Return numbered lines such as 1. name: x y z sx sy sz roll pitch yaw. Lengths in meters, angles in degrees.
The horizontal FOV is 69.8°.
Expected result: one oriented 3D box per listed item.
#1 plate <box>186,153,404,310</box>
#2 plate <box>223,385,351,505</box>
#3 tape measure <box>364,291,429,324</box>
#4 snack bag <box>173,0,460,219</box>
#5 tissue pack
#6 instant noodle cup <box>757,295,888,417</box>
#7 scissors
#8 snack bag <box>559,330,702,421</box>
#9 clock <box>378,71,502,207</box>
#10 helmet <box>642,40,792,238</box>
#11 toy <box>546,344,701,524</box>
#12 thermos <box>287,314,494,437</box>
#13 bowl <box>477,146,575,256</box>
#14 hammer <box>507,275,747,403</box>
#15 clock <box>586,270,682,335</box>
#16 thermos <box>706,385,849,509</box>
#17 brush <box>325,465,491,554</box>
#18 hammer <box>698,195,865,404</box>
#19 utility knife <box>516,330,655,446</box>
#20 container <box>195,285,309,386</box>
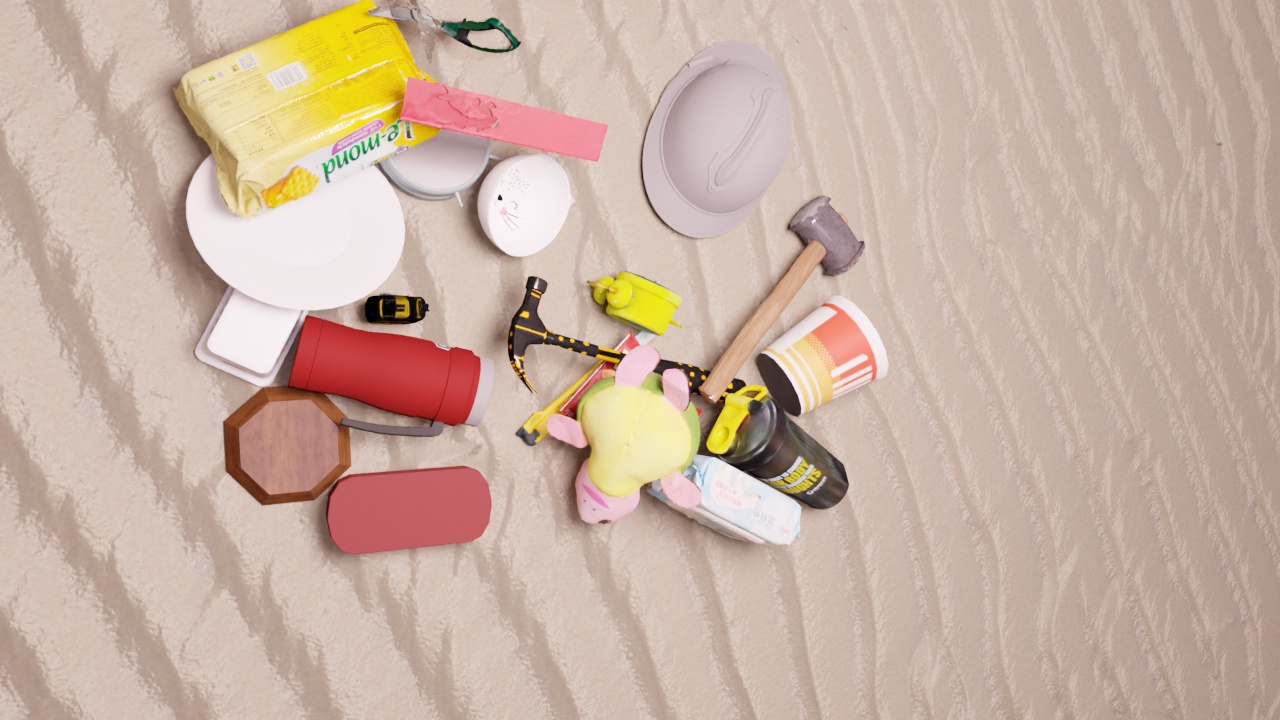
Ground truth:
1. plate: -0.347 -0.143 0.935 0.208 0.015 0.208 11 63 -22
2. plate: -0.367 0.089 0.960 0.131 0.025 0.131 -1 92 -23
3. tape measure: -0.263 -0.056 0.980 0.061 0.062 0.034 -1 88 -24
4. snack bag: -0.324 -0.260 0.911 0.247 0.068 0.159 -30 76 -15
5. tissue pack: 0.095 0.165 1.100 0.181 0.112 0.070 29 75 -30
6. instant noodle cup: 0.225 0.001 1.164 0.121 0.123 0.123 -30 103 -12
7. scissors: -0.228 -0.393 0.980 0.201 0.015 0.204 -21 79 -53
8. snack bag: -0.010 0.060 1.103 0.130 0.039 0.144 -48 113 -15
9. clock: -0.235 -0.247 0.997 0.159 0.045 0.122 42 75 -19
10. helmet: 0.121 -0.280 1.107 0.183 0.118 0.270 32 77 -21
11. toy: -0.011 0.092 1.019 0.190 0.087 0.239 24 120 5
12. thermos: -0.263 0.025 0.969 0.198 0.084 0.108 14 78 -21
13. bowl: -0.138 -0.178 1.023 0.114 0.050 0.115 -28 133 -36
14. hammer: -0.006 0.006 1.064 0.320 0.036 0.123 17 78 -30
15. clock: -0.008 -0.073 1.078 0.119 0.083 0.057 25 87 -24
16. thermos: 0.173 0.112 1.130 0.220 0.098 0.098 34 78 -38
17. brush: -0.252 0.160 1.001 0.173 0.042 0.082 -2 92 -23
18. hammer: 0.170 -0.073 1.144 0.098 0.052 0.327 48 64 -16
19. utility knife: -0.057 0.022 1.098 0.224 0.019 0.030 -42 114 -20
20. container: -0.388 -0.044 0.934 0.080 0.050 0.129 28 81 -21
